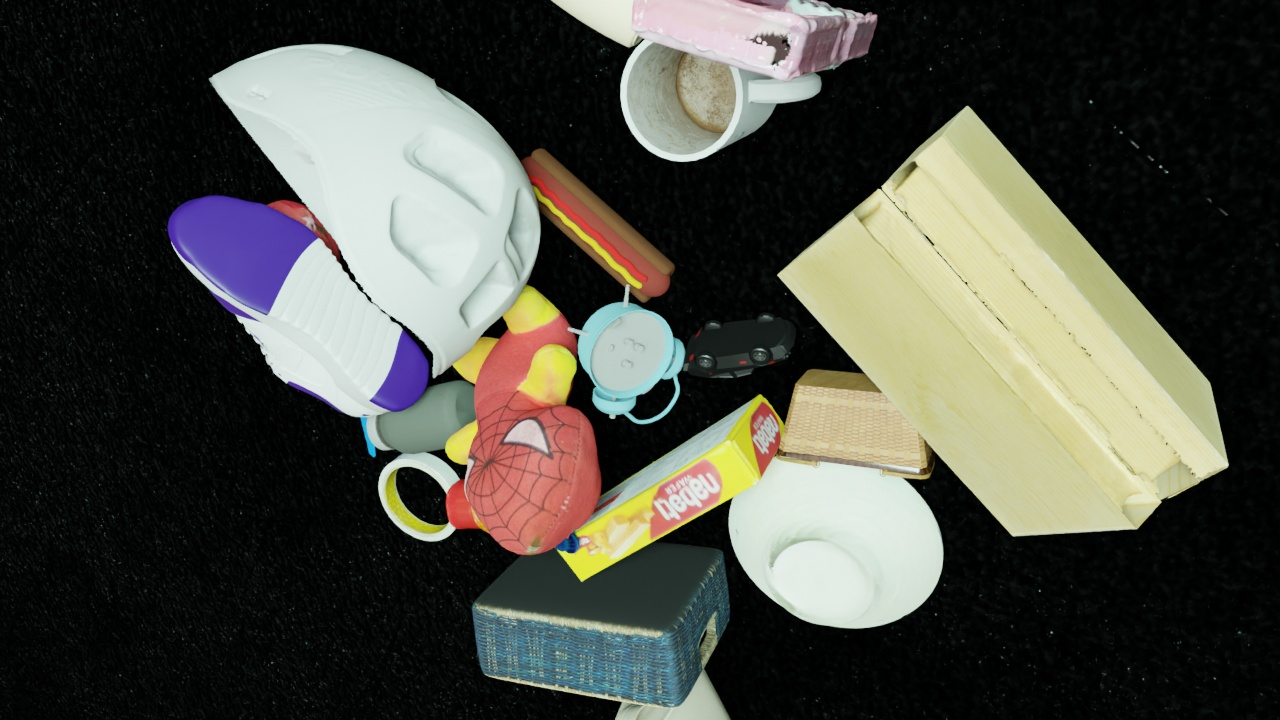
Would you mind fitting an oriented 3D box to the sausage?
[{"bbox_3d":[-0.037,-0.107,0.728,0.155,0.040,0.040,42,121,3],"label":"sausage"}]

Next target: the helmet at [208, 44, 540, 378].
[{"bbox_3d":[-0.205,-0.126,0.700,0.282,0.183,0.224,25,154,25],"label":"helmet"}]

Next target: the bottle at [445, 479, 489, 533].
[{"bbox_3d":[-0.119,0.134,0.859,0.134,0.048,0.071,-5,111,25],"label":"bottle"}]

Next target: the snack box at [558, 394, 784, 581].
[{"bbox_3d":[0.025,0.107,0.759,0.201,0.092,0.042,-36,93,31],"label":"snack box"}]

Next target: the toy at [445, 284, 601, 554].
[{"bbox_3d":[-0.090,0.053,0.736,0.148,0.098,0.216,-47,45,41],"label":"toy"}]

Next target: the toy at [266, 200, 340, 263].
[{"bbox_3d":[-0.326,-0.094,0.852,0.133,0.062,0.092,-26,104,46],"label":"toy"}]

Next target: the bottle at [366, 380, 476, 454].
[{"bbox_3d":[-0.200,0.055,0.856,0.109,0.060,0.060,-12,106,27],"label":"bottle"}]

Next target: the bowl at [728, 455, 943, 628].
[{"bbox_3d":[0.149,0.161,0.741,0.177,0.057,0.177,10,118,19],"label":"bowl"}]

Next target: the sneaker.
[{"bbox_3d":[-0.303,-0.038,0.800,0.244,0.091,0.111,45,143,-20],"label":"sneaker"}]

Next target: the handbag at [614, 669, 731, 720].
[{"bbox_3d":[0.028,0.402,0.819,0.101,0.197,0.194,-21,102,29],"label":"handbag"}]

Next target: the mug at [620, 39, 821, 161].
[{"bbox_3d":[0.060,-0.184,0.619,0.120,0.096,0.083,5,113,22],"label":"mug"}]

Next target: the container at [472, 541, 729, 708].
[{"bbox_3d":[-0.031,0.216,0.798,0.188,0.145,0.071,1,108,23],"label":"container"}]

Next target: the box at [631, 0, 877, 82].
[{"bbox_3d":[0.080,-0.216,0.519,0.099,0.232,0.080,24,118,15],"label":"box"}]

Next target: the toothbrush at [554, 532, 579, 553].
[{"bbox_3d":[-0.110,0.110,0.807,0.190,0.017,0.016,38,106,44],"label":"toothbrush"}]

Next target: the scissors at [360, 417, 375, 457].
[{"bbox_3d":[-0.284,0.044,0.914,0.109,0.018,0.131,7,115,20],"label":"scissors"}]

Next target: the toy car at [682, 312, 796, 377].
[{"bbox_3d":[0.079,-0.008,0.718,0.092,0.042,0.036,-7,133,26],"label":"toy car"}]

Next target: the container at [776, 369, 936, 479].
[{"bbox_3d":[0.164,0.045,0.692,0.114,0.063,0.061,5,106,22],"label":"container"}]

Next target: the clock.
[{"bbox_3d":[-0.004,0.005,0.734,0.042,0.087,0.123,41,165,52],"label":"clock"}]

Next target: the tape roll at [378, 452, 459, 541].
[{"bbox_3d":[-0.218,0.136,0.921,0.094,0.019,0.094,9,116,20],"label":"tape roll"}]

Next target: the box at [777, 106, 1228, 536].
[{"bbox_3d":[0.231,-0.017,0.580,0.179,0.141,0.248,-42,89,14],"label":"box"}]

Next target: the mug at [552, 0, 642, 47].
[{"bbox_3d":[-0.018,-0.285,0.629,0.104,0.085,0.111,39,92,-6],"label":"mug"}]
